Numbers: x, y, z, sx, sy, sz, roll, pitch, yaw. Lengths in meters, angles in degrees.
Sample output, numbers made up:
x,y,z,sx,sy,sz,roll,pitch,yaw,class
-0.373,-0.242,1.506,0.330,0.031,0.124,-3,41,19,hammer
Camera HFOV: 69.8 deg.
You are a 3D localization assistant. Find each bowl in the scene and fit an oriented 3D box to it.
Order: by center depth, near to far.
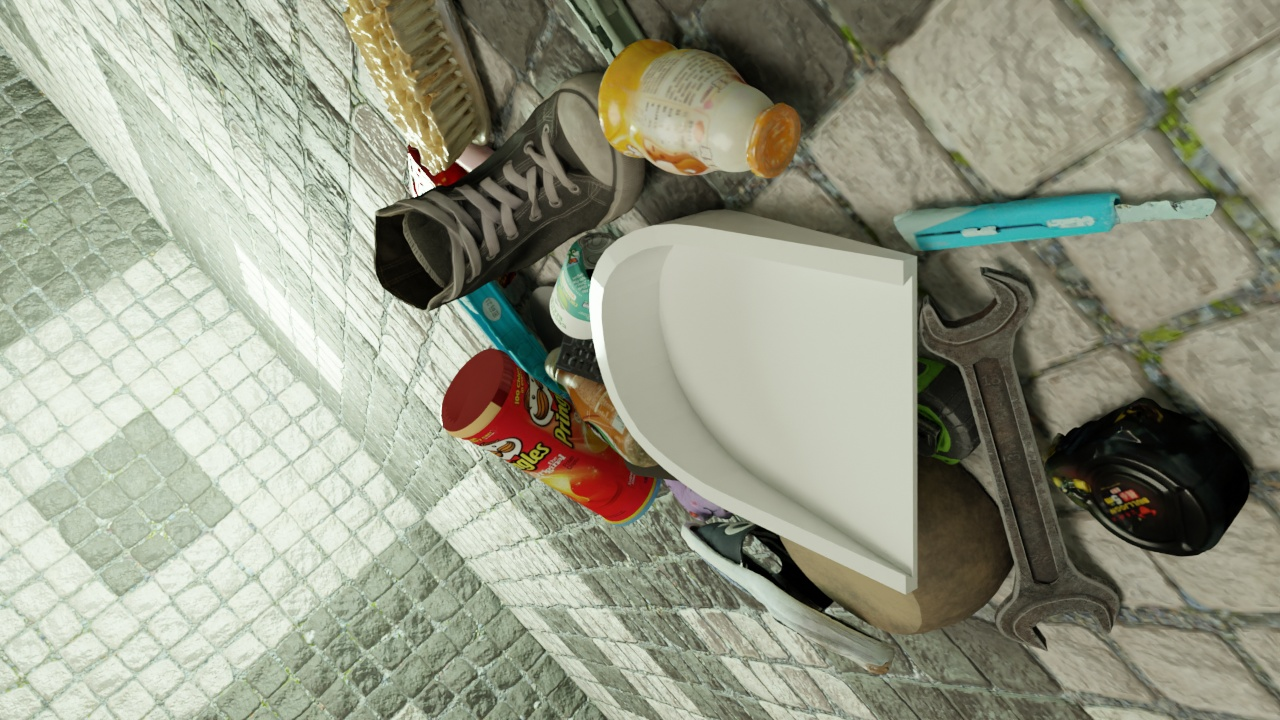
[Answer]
x,y,z,sx,sy,sz,roll,pitch,yaw,class
0.159,0.117,0.618,0.162,0.070,0.162,38,155,21,bowl

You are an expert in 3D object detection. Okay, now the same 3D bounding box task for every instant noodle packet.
x,y,z,sx,sy,sz,roll,pitch,yaw,class
-0.153,-0.132,0.811,0.135,0.039,0.099,45,164,3,instant noodle packet

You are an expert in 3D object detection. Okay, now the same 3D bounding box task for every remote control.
x,y,z,sx,sy,sz,roll,pitch,yaw,class
-0.004,0.004,0.745,0.150,0.047,0.022,19,-179,36,remote control

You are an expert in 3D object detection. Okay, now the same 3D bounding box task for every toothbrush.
x,y,z,sx,sy,sz,roll,pitch,yaw,class
-0.136,-0.167,0.741,0.222,0.027,0.026,38,166,23,toothbrush

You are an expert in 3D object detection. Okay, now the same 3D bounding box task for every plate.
x,y,z,sx,sy,sz,roll,pitch,yaw,class
-0.036,0.001,0.848,0.178,0.012,0.179,38,155,21,plate

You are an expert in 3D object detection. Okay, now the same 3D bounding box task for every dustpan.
x,y,z,sx,sy,sz,roll,pitch,yaw,class
0.054,0.010,0.562,0.258,0.053,0.192,29,133,55,dustpan

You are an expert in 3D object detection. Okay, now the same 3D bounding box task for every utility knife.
x,y,z,sx,sy,sz,roll,pitch,yaw,class
0.169,-0.062,0.391,0.141,0.015,0.022,2,133,56,utility knife

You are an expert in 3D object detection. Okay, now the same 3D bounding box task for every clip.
x,y,z,sx,sy,sz,roll,pitch,yaw,class
-0.026,-0.199,0.503,0.075,0.023,0.037,54,155,-18,clip

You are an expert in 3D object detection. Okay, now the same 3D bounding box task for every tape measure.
x,y,z,sx,sy,sz,roll,pitch,yaw,class
0.236,0.054,0.423,0.072,0.042,0.072,49,153,10,tape measure
0.162,0.030,0.519,0.066,0.035,0.059,33,152,32,tape measure

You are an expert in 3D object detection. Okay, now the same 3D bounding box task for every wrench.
x,y,z,sx,sy,sz,roll,pitch,yaw,class
0.205,0.067,0.495,0.070,0.010,0.273,-13,122,23,wrench

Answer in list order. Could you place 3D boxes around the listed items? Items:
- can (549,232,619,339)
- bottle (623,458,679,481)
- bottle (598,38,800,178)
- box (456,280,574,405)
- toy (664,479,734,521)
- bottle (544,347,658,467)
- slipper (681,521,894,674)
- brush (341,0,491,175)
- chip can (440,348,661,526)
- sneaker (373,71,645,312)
x,y,z,sx,sy,sz,roll,pitch,yaw,class
-0.038,-0.055,0.709,0.055,0.054,0.102,46,157,4,can
0.061,0.081,0.759,0.185,0.045,0.045,0,129,49,bottle
0.029,-0.126,0.470,0.109,0.063,0.063,29,151,38,bottle
-0.149,-0.034,0.927,0.181,0.039,0.227,38,166,49,box
0.052,0.115,0.847,0.080,0.036,0.100,53,158,4,toy
-0.032,0.032,0.799,0.167,0.059,0.059,34,155,48,bottle
0.119,0.172,0.751,0.111,0.063,0.264,29,179,-17,slipper
-0.174,-0.255,0.628,0.083,0.056,0.271,30,151,38,brush
-0.079,0.077,0.865,0.213,0.087,0.087,37,166,-35,chip can
-0.093,-0.106,0.613,0.235,0.119,0.095,-15,105,52,sneaker
